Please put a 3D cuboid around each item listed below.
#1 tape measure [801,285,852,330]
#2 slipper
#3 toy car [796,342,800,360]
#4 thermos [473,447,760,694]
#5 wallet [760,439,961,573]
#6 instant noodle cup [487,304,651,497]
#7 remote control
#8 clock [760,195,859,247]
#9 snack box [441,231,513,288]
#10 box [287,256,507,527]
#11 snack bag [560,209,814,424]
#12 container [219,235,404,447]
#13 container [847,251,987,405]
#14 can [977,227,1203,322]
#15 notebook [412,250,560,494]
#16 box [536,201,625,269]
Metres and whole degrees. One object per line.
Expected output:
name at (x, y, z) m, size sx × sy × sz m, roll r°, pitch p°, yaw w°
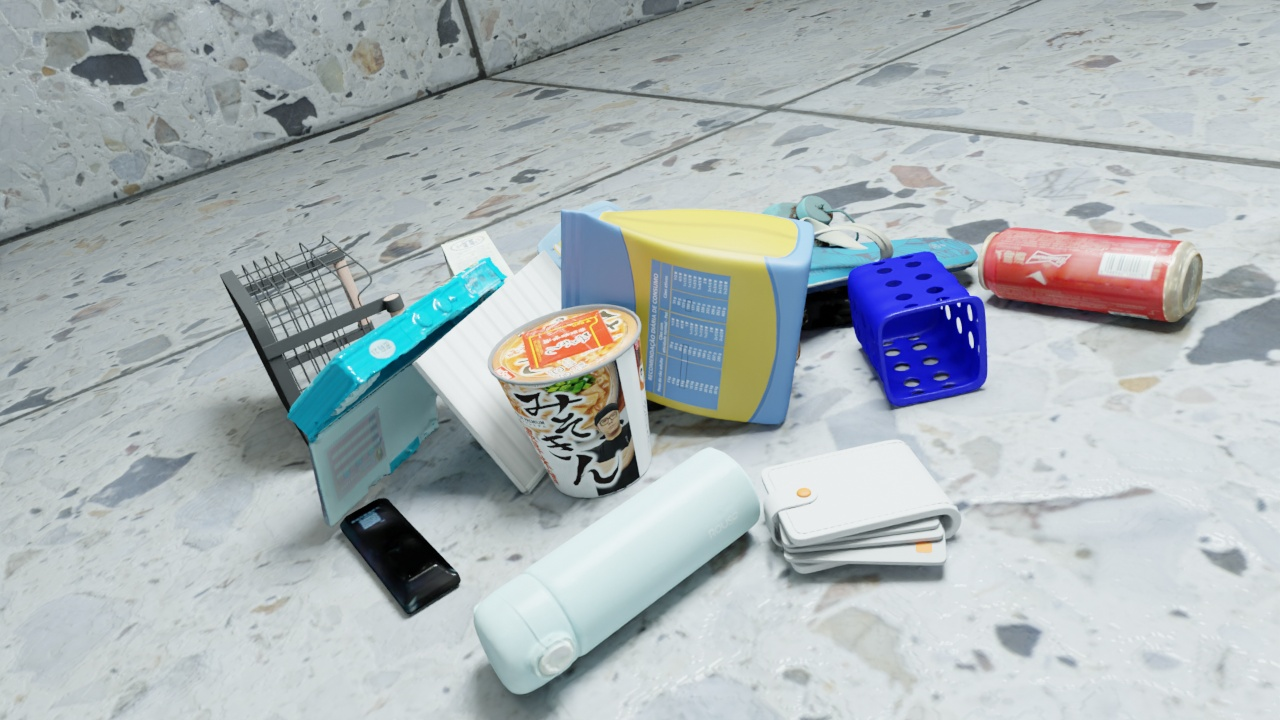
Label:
tape measure at (0.189, -0.061, 0.899) m, size 0.067 × 0.038 × 0.062 m, roll -6°, pitch 28°, yaw 19°
slipper at (0.182, -0.108, 0.879) m, size 0.294 × 0.060 × 0.118 m, roll -7°, pitch 18°, yaw -12°
toy car at (0.111, -0.031, 0.874) m, size 0.112 × 0.047 × 0.047 m, roll 13°, pitch 38°, yaw 40°
thermos at (-0.014, 0.135, 0.604) m, size 0.206 × 0.065 × 0.078 m, roll -31°, pitch 29°, yaw -28°
wallet at (0.146, 0.104, 0.615) m, size 0.118 × 0.037 × 0.115 m, roll -13°, pitch 27°, yaw -3°
instant noodle cup at (-0.046, 0.037, 0.743) m, size 0.124 × 0.122 × 0.123 m, roll -12°, pitch 28°, yaw 6°
remote control at (-0.194, 0.146, 0.722) m, size 0.047 × 0.022 × 0.150 m, roll -30°, pitch 31°, yaw -26°
clock at (0.170, -0.124, 0.968) m, size 0.124 × 0.090 × 0.053 m, roll -15°, pitch 33°, yaw 41°
snack box at (-0.167, -0.062, 1.012) m, size 0.057 × 0.104 × 0.208 m, roll -18°, pitch 27°, yaw -11°
box at (-0.213, 0.014, 0.807) m, size 0.071 × 0.182 × 0.226 m, roll 30°, pitch 34°, yaw 7°
snack bag at (0.032, -0.044, 0.771) m, size 0.205 × 0.159 × 0.102 m, roll 8°, pitch 32°, yaw 9°
container at (-0.325, -0.023, 0.951) m, size 0.130 × 0.163 × 0.241 m, roll -27°, pitch 30°, yaw -22°
container at (0.229, -0.031, 0.772) m, size 0.084 × 0.085 × 0.113 m, roll -12°, pitch 26°, yaw 4°
can at (0.386, -0.077, 0.798) m, size 0.170 × 0.067 × 0.067 m, roll 14°, pitch 39°, yaw 44°
notebook at (-0.094, 0.003, 0.823) m, size 0.009 × 0.142 × 0.209 m, roll -29°, pitch 14°, yaw 39°
box at (-0.003, -0.105, 1.000) m, size 0.209 × 0.034 × 0.127 m, roll 34°, pitch 51°, yaw 24°
